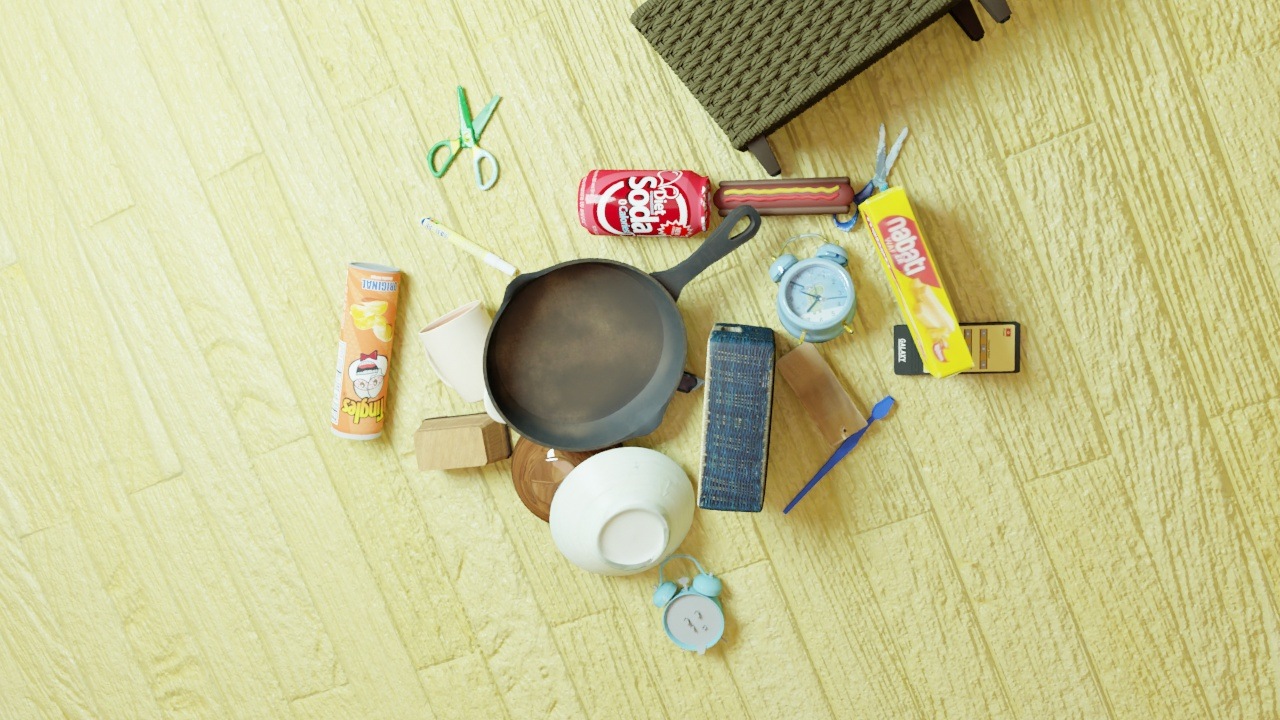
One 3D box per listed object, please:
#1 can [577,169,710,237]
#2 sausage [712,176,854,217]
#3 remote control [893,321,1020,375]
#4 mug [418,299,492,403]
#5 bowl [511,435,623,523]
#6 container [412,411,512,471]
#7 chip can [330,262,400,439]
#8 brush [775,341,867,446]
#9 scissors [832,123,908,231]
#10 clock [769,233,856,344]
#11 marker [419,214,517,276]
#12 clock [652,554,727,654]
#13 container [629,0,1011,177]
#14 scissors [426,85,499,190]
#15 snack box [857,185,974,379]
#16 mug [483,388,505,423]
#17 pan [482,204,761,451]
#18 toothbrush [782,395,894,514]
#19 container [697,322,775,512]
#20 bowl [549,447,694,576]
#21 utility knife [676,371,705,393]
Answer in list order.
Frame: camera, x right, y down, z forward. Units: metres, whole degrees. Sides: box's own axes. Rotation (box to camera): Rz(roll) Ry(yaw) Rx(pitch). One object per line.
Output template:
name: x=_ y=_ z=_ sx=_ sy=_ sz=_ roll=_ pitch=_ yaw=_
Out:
can: x=0.005 y=-0.177 z=1.032 sx=0.142 sy=0.074 sz=0.074 roll=3 pitch=99 yaw=11
sausage: x=0.157 y=-0.180 z=1.014 sx=0.156 sy=0.040 sz=0.040 roll=1 pitch=99 yaw=16
remote control: x=0.351 y=-0.013 z=1.020 sx=0.133 sy=0.013 sz=0.058 roll=-2 pitch=98 yaw=12
mug: x=-0.215 y=-0.005 z=1.106 sx=0.112 sy=0.085 sz=0.104 roll=-15 pitch=109 yaw=40
bowl: x=-0.093 y=0.138 z=1.103 sx=0.147 sy=0.068 sz=0.147 roll=2 pitch=99 yaw=11
container: x=-0.223 y=0.102 z=1.127 sx=0.114 sy=0.061 sz=0.063 roll=-6 pitch=97 yaw=12
chip can: x=-0.340 y=-0.012 z=1.132 sx=0.062 sy=0.062 sz=0.210 roll=11 pitch=101 yaw=9
brush: x=0.205 y=0.036 z=1.043 sx=0.049 sy=0.039 sz=0.117 roll=-35 pitch=91 yaw=12
scissors: x=0.251 y=-0.200 z=1.010 sx=0.086 sy=0.015 sz=0.135 roll=4 pitch=100 yaw=13
clock: x=0.191 y=-0.081 z=1.015 sx=0.089 sy=0.051 sz=0.124 roll=-12 pitch=76 yaw=9
marker: x=-0.208 y=-0.139 z=1.111 sx=0.132 sy=0.014 sz=0.014 roll=30 pitch=103 yaw=5
clock: x=0.060 y=0.294 z=1.111 sx=0.087 sy=0.042 sz=0.123 roll=-16 pitch=97 yaw=13
container: x=0.187 y=-0.344 z=0.923 sx=0.321 sy=0.176 sz=0.205 roll=-33 pitch=95 yaw=14
scissors: x=-0.198 y=-0.260 z=1.092 sx=0.119 sy=0.012 sz=0.129 roll=41 pitch=105 yaw=1
snack box: x=0.288 y=-0.083 z=0.966 sx=0.042 sy=0.092 sz=0.200 roll=-23 pitch=93 yaw=11
mug: x=-0.128 y=0.030 z=1.073 sx=0.081 sy=0.121 sz=0.097 roll=10 pitch=123 yaw=52
pan: x=-0.014 y=-0.051 z=1.014 sx=0.356 sy=0.043 sz=0.249 roll=-40 pitch=118 yaw=4
toothbrush: x=0.228 y=0.112 z=1.065 sx=0.016 sy=0.011 sz=0.187 roll=40 pitch=104 yaw=3
container: x=0.108 y=0.059 z=1.012 sx=0.071 sy=0.145 sz=0.187 roll=4 pitch=99 yaw=7
bowl: x=-0.014 y=0.192 z=1.065 sx=0.176 sy=0.057 sz=0.177 roll=-5 pitch=114 yaw=-11
utility knife: x=-0.006 y=0.006 z=1.092 sx=0.171 sy=0.020 sz=0.029 roll=16 pitch=103 yaw=7
